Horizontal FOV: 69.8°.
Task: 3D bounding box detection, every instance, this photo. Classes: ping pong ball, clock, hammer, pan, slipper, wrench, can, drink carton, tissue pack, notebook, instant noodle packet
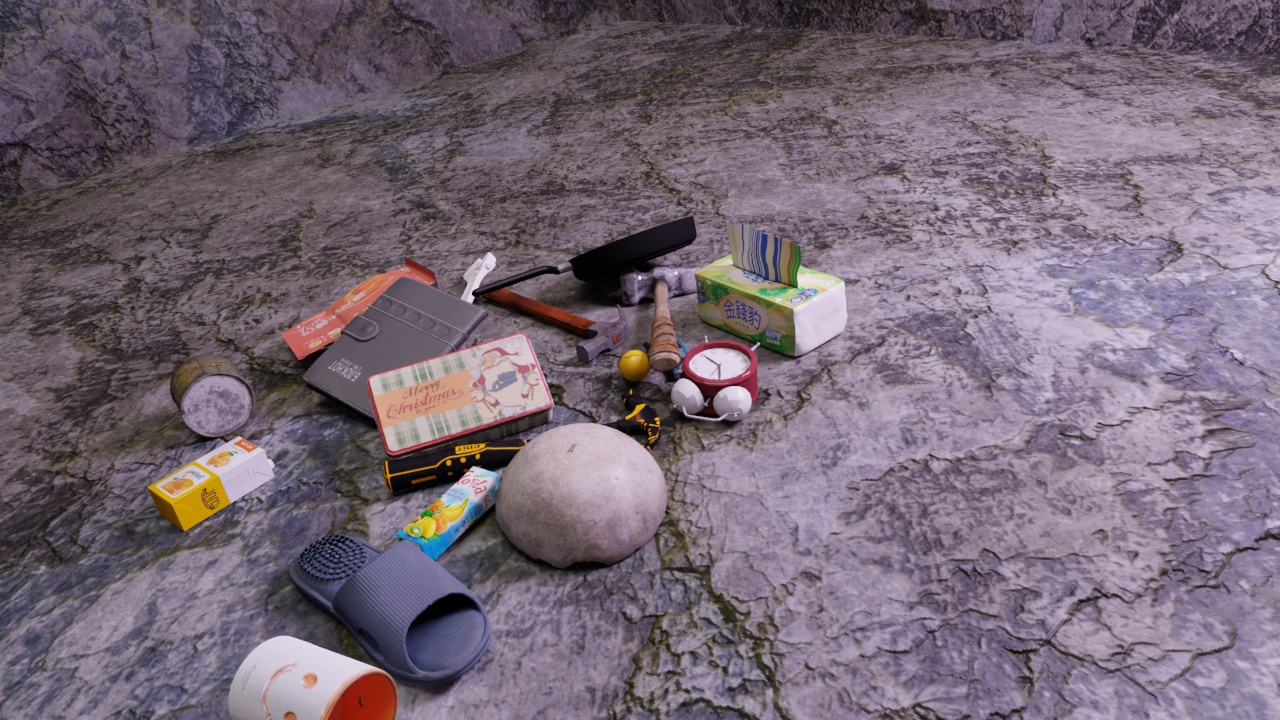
[{"bbox_3d":[-0.007,0.007,1.175,0.040,0.040,0.040,-6,30,3],"label":"ping pong ball"},{"bbox_3d":[0.093,0.026,1.097,0.096,0.048,0.137,8,38,19],"label":"clock"},{"bbox_3d":[0.031,-0.061,1.252,0.121,0.049,0.318,-4,24,2],"label":"hammer"},{"bbox_3d":[-0.080,-0.144,1.392,0.355,0.044,0.204,-20,4,-10],"label":"pan"},{"bbox_3d":[-0.240,0.203,0.851,0.264,0.083,0.101,17,36,38],"label":"slipper"},{"bbox_3d":[-0.269,-0.093,1.419,0.066,0.018,0.272,-36,24,24],"label":"wrench"},{"bbox_3d":[-0.561,0.044,1.201,0.089,0.090,0.074,-24,33,-26],"label":"can"},{"bbox_3d":[-0.195,0.160,0.956,0.044,0.039,0.128,11,35,30],"label":"drink carton"},{"bbox_3d":[-0.495,0.140,1.067,0.059,0.040,0.122,17,38,37],"label":"drink carton"},{"bbox_3d":[-0.136,-0.070,1.358,0.301,0.028,0.110,21,41,41],"label":"hammer"},{"bbox_3d":[0.169,-0.108,1.228,0.198,0.141,0.120,20,40,40],"label":"tissue pack"},{"bbox_3d":[-0.133,0.101,1.053,0.320,0.036,0.123,-12,31,-11],"label":"hammer"},{"bbox_3d":[-0.329,-0.018,1.224,0.169,0.029,0.208,24,59,25],"label":"notebook"},{"bbox_3d":[-0.414,-0.068,1.357,0.220,0.084,0.164,-25,26,-22],"label":"instant noodle packet"}]

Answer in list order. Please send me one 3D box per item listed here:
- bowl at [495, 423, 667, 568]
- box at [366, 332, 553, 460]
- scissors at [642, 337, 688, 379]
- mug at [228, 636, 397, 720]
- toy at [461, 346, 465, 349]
[{"bbox_3d":[-0.062,0.118,0.934,0.178,0.081,0.178,-2,35,1],"label":"bowl"},{"bbox_3d":[-0.215,0.047,1.104,0.205,0.050,0.117,-16,60,-14],"label":"box"},{"bbox_3d":[0.055,-0.001,1.196,0.126,0.019,0.143,3,33,18],"label":"scissors"},{"bbox_3d":[-0.260,0.273,0.731,0.105,0.082,0.082,8,33,29],"label":"mug"},{"bbox_3d":[-0.233,0.029,1.176,0.106,0.056,0.087,-2,40,34],"label":"toy"}]
